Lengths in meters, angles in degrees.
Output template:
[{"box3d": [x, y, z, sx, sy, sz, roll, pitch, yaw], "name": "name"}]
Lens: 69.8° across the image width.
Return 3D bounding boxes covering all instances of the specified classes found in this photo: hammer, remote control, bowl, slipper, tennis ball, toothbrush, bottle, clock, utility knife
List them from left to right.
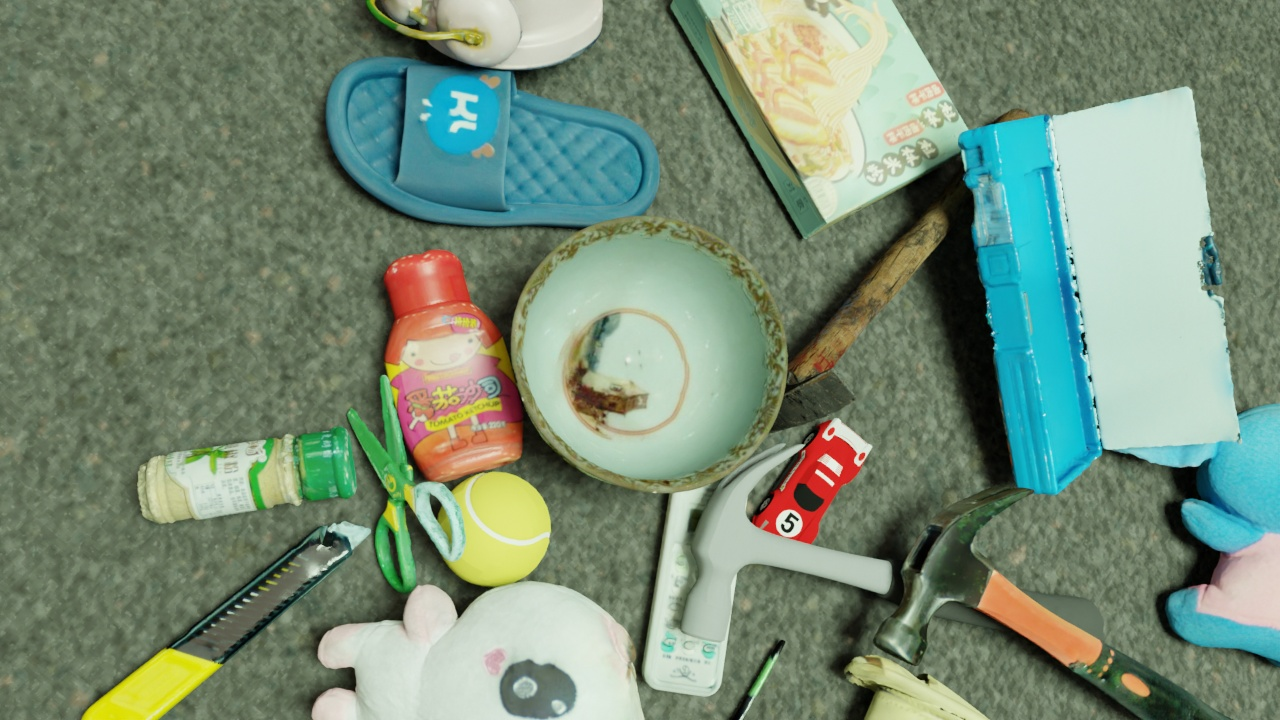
[{"box3d": [-0.224, 0.146, 0.507, 0.173, 0.020, 0.029, -39, 92, -17], "name": "utility knife"}, {"box3d": [-0.218, 0.065, 0.514, 0.110, 0.043, 0.042, -7, 81, -15], "name": "bottle"}, {"box3d": [-0.115, 0.002, 0.548, 0.071, 0.048, 0.134, -15, 83, -15], "name": "bottle"}, {"box3d": [-0.094, -0.227, 0.561, 0.117, 0.059, 0.157, 37, 55, 25], "name": "clock"}, {"box3d": [-0.085, 0.097, 0.529, 0.065, 0.065, 0.065, 3, 79, -14], "name": "tennis ball"}, {"box3d": [-0.088, -0.133, 0.576, 0.213, 0.059, 0.103, 10, 79, -14], "name": "slipper"}, {"box3d": [-0.003, 0.003, 0.552, 0.159, 0.094, 0.159, 3, 79, -14], "name": "bowl"}, {"box3d": [0.034, 0.138, 0.574, 0.050, 0.022, 0.133, 13, 77, -12], "name": "remote control"}, {"box3d": [0.039, 0.251, 0.559, 0.017, 0.014, 0.187, 33, 73, 2], "name": "toothbrush"}, {"box3d": [0.176, 0.141, 0.592, 0.310, 0.030, 0.125, 17, 81, -18], "name": "hammer"}, {"box3d": [0.184, -0.073, 0.618, 0.033, 0.120, 0.329, 48, 66, -9], "name": "hammer"}, {"box3d": [0.305, 0.201, 0.606, 0.333, 0.033, 0.133, 34, 76, -17], "name": "hammer"}]

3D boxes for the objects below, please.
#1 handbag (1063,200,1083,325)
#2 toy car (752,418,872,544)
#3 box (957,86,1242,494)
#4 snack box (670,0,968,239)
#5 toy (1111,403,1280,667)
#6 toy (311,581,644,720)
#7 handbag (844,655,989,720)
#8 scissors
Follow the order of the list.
[{"box3d": [0.367, -0.107, 0.707, 0.084, 0.027, 0.177, 46, 71, -2], "name": "handbag"}, {"box3d": [0.113, 0.083, 0.603, 0.038, 0.025, 0.089, 39, 73, -5], "name": "toy car"}, {"box3d": [0.300, -0.044, 0.598, 0.113, 0.114, 0.243, -20, 101, -42], "name": "box"}, {"box3d": [0.130, -0.202, 0.652, 0.141, 0.044, 0.193, -29, 87, -19], "name": "snack box"}, {"box3d": [0.443, 0.119, 0.654, 0.224, 0.099, 0.191, 14, 87, -4], "name": "toy"}, {"box3d": [-0.086, 0.181, 0.498, 0.179, 0.101, 0.139, 8, 100, -4], "name": "toy"}, {"box3d": [0.164, 0.316, 0.542, 0.191, 0.089, 0.232, 31, 74, -4], "name": "handbag"}, {"box3d": [-0.132, 0.067, 0.515, 0.012, 0.113, 0.131, -7, 89, -48], "name": "scissors"}]
